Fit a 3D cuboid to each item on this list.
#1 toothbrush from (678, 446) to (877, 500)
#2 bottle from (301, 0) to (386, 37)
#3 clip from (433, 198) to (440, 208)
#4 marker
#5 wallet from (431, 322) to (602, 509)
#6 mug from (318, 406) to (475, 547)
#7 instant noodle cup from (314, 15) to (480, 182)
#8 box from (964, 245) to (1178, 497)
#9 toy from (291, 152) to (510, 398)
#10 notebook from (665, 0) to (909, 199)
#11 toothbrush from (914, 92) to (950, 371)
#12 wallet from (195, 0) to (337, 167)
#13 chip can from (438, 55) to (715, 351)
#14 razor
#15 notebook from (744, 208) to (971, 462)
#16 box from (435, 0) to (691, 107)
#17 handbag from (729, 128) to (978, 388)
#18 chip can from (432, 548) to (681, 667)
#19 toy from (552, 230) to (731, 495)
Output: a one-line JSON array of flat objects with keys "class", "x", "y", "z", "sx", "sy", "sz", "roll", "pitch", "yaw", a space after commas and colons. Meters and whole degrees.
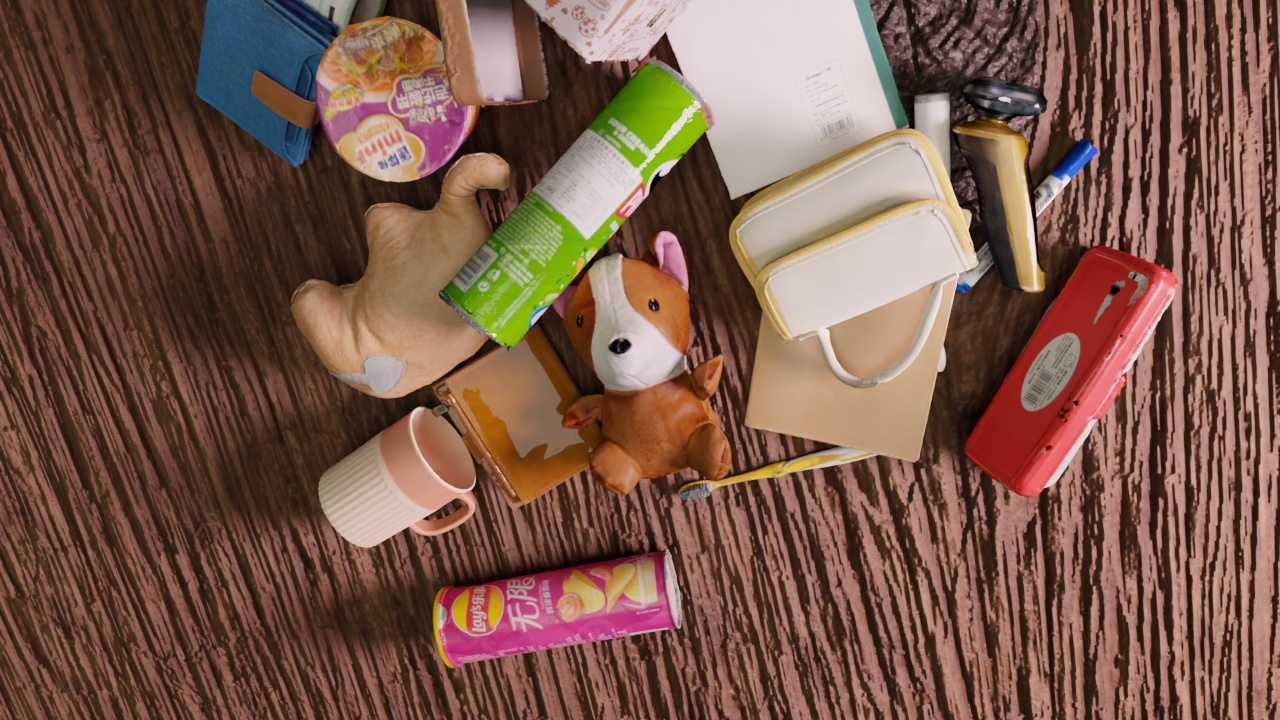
[{"class": "toothbrush", "x": 0.125, "y": 0.095, "z": 0.792, "sx": 0.191, "sy": 0.018, "sz": 0.016, "roll": -14, "pitch": 106, "yaw": 8}, {"class": "bottle", "x": -0.290, "y": -0.308, "z": 0.686, "sx": 0.197, "sy": 0.068, "sz": 0.068, "roll": 28, "pitch": 105, "yaw": -1}, {"class": "clip", "x": -0.162, "y": -0.119, "z": 0.752, "sx": 0.024, "sy": 0.028, "sz": 0.057, "roll": 43, "pitch": 114, "yaw": -6}, {"class": "marker", "x": 0.300, "y": -0.112, "z": 0.724, "sx": 0.017, "sy": 0.017, "sz": 0.146, "roll": 38, "pitch": 105, "yaw": -7}, {"class": "wallet", "x": -0.105, "y": 0.053, "z": 0.780, "sx": 0.119, "sy": 0.035, "sz": 0.130, "roll": -30, "pitch": 102, "yaw": 0}, {"class": "mug", "x": -0.200, "y": 0.111, "z": 0.794, "sx": 0.106, "sy": 0.081, "sz": 0.114, "roll": -32, "pitch": 126, "yaw": 13}, {"class": "instant noodle cup", "x": -0.171, "y": -0.195, "z": 0.691, "sx": 0.111, "sy": 0.099, "sz": 0.112, "roll": 1, "pitch": 106, "yaw": 5}, {"class": "box", "x": 0.353, "y": 0.014, "z": 0.733, "sx": 0.099, "sy": 0.095, "sz": 0.202, "roll": 18, "pitch": 107, "yaw": -30}, {"class": "toy", "x": -0.166, "y": -0.065, "z": 0.733, "sx": 0.226, "sy": 0.082, "sz": 0.143, "roll": -44, "pitch": 123, "yaw": 12}, {"class": "notebook", "x": 0.101, "y": -0.248, "z": 0.701, "sx": 0.150, "sy": 0.012, "sz": 0.209, "roll": -21, "pitch": 103, "yaw": 9}, {"class": "toothbrush", "x": 0.233, "y": -0.097, "z": 0.727, "sx": 0.026, "sy": 0.026, "sz": 0.221, "roll": -11, "pitch": 106, "yaw": -16}, {"class": "wallet", "x": -0.284, "y": -0.222, "z": 0.694, "sx": 0.106, "sy": 0.040, "sz": 0.133, "roll": 37, "pitch": 139, "yaw": -5}, {"class": "chip can", "x": -0.047, "y": -0.115, "z": 0.685, "sx": 0.072, "sy": 0.072, "sz": 0.236, "roll": 42, "pitch": 87, "yaw": -8}, {"class": "razor", "x": 0.279, "y": -0.132, "z": 0.690, "sx": 0.068, "sy": 0.062, "sz": 0.167, "roll": -9, "pitch": 102, "yaw": 27}, {"class": "notebook", "x": 0.170, "y": -0.029, "z": 0.744, "sx": 0.148, "sy": 0.008, "sz": 0.208, "roll": 11, "pitch": 107, "yaw": 15}, {"class": "box", "x": -0.073, "y": -0.248, "z": 0.623, "sx": 0.150, "sy": 0.181, "sz": 0.169, "roll": 42, "pitch": 112, "yaw": -3}, {"class": "handbag", "x": 0.170, "y": -0.067, "z": 0.700, "sx": 0.164, "sy": 0.063, "sz": 0.179, "roll": -23, "pitch": 99, "yaw": 23}, {"class": "chip can", "x": -0.072, "y": 0.219, "z": 0.815, "sx": 0.211, "sy": 0.071, "sz": 0.071, "roll": -12, "pitch": 104, "yaw": 7}, {"class": "toy", "x": -0.004, "y": 0.004, "z": 0.729, "sx": 0.140, "sy": 0.130, "sz": 0.199, "roll": -11, "pitch": 95, "yaw": 7}]
